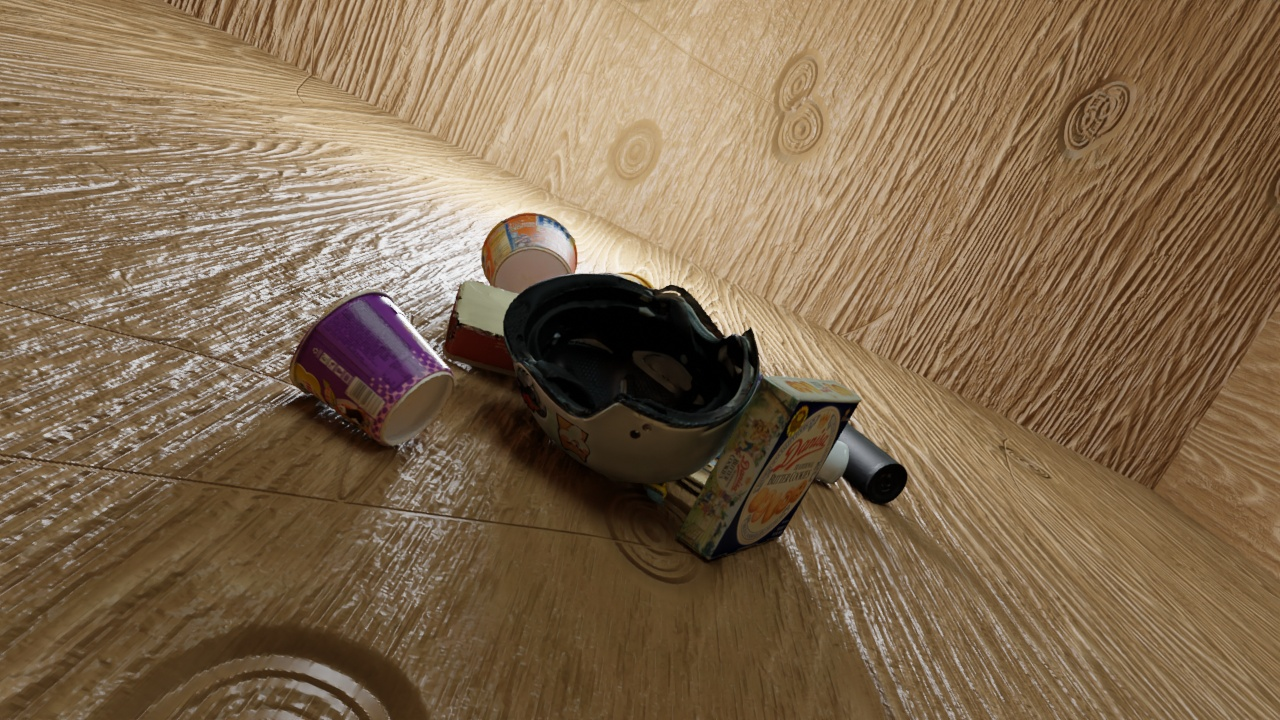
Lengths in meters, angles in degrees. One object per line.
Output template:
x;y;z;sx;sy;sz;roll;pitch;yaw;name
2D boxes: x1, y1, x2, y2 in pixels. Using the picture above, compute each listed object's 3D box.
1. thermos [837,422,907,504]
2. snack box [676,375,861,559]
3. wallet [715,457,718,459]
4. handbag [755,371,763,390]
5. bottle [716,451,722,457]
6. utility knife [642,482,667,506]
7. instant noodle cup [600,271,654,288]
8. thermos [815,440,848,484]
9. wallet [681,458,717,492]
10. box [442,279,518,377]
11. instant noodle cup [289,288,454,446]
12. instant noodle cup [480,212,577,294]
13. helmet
0.312;0.124;1.426;0.068;0.090;0.242;-22;31;-13;thermos
0.133;0.104;0.919;0.046;0.183;0.177;35;16;28;snack box
0.122;0.123;1.169;0.132;0.031;0.107;28;16;8;wallet
0.106;0.007;1.473;0.194;0.075;0.134;35;-2;29;handbag
0.034;0.069;1.055;0.219;0.065;0.065;20;11;18;bottle
0.018;0.120;1.004;0.033;0.015;0.180;22;13;-5;utility knife
-0.039;-0.086;1.446;0.118;0.118;0.114;31;6;16;instant noodle cup
0.184;0.107;1.278;0.220;0.070;0.070;23;14;-17;thermos
0.090;0.140;1.061;0.087;0.024;0.115;35;16;13;wallet
-0.138;-0.036;1.075;0.168;0.076;0.091;16;42;-15;box
-0.220;0.012;0.779;0.099;0.112;0.111;39;16;13;instant noodle cup
-0.164;-0.134;1.377;0.151;0.152;0.111;22;22;-19;instant noodle cup
-0.014;0.032;0.952;0.274;0.157;0.229;27;41;32;helmet
